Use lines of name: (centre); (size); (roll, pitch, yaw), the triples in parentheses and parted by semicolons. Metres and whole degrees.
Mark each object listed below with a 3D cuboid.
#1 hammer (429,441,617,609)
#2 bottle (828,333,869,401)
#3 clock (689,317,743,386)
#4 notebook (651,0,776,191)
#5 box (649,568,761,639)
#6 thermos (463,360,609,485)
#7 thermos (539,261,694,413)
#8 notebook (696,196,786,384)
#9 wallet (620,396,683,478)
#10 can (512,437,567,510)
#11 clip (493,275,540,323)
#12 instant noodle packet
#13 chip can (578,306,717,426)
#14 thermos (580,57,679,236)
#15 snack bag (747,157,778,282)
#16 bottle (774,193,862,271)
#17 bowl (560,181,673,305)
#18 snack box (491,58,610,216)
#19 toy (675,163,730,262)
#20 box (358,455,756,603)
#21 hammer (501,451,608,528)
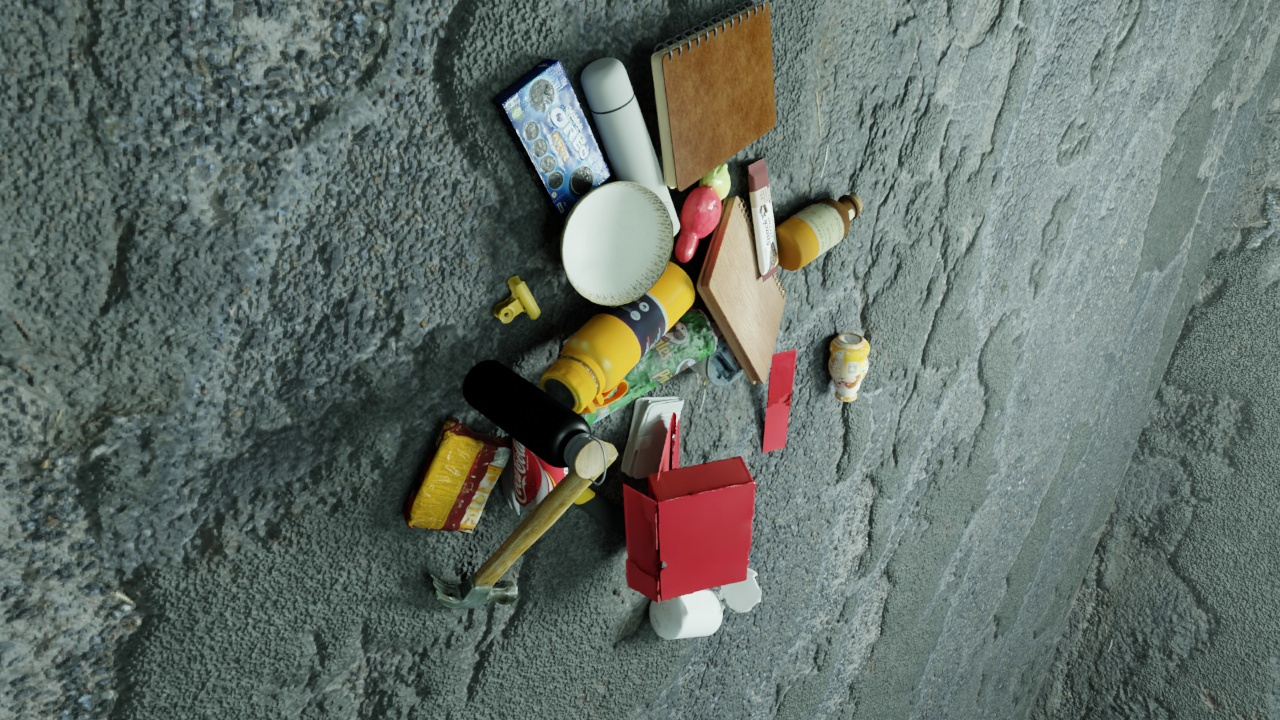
hammer: (-0.132, 0.200, 1.067); (0.132, 0.033, 0.331); (9, 135, -40)
bottle: (0.335, 0.012, 1.482); (0.063, 0.063, 0.109); (-22, 125, -33)
clock: (0.116, -0.021, 1.272); (0.117, 0.057, 0.083); (-51, 135, -10)
notebook: (0.092, -0.321, 1.090); (0.224, 0.024, 0.168); (-40, 134, -38)
box: (0.102, 0.374, 1.421); (0.137, 0.083, 0.143); (15, 124, -47)
thermos: (-0.108, 0.067, 0.989); (0.061, 0.231, 0.061); (-20, 123, -34)
thermos: (-0.020, -0.023, 1.083); (0.091, 0.076, 0.231); (46, 52, -3)
notebook: (0.142, -0.095, 1.231); (0.210, 0.022, 0.168); (55, 44, -44)
wallet: (0.020, 0.106, 1.268); (0.086, 0.032, 0.116); (-7, 115, -42)
can: (-0.118, 0.121, 1.084); (0.064, 0.064, 0.105); (-17, 120, -36)
clip: (-0.141, -0.062, 1.040); (0.049, 0.044, 0.054); (-63, 144, -36)
instant noodle packet: (-0.212, 0.138, 1.069); (0.098, 0.040, 0.135); (19, 99, -46)
chip can: (-0.007, 0.008, 1.164); (0.222, 0.075, 0.075); (-31, 128, -27)
thermos: (-0.010, -0.237, 1.052); (0.052, 0.052, 0.224); (-40, 132, -20)
snack bag: (0.166, -0.188, 1.234); (0.056, 0.013, 0.158); (-36, 122, -52)
bottle: (0.256, -0.191, 1.305); (0.156, 0.068, 0.068); (-34, 130, -25)
bowl: (-0.039, -0.140, 1.055); (0.145, 0.063, 0.145); (-14, 117, -29)
snack box: (-0.093, -0.240, 0.994); (0.082, 0.027, 0.150); (-43, 134, -16)
toy: (0.076, -0.184, 1.145); (0.135, 0.045, 0.091); (-66, 169, -1)
box: (-0.104, 0.210, 1.242); (0.511, 0.140, 0.216); (0, 131, 3)
hammer: (-0.071, 0.186, 1.230); (0.127, 0.029, 0.323); (-54, 136, -7)
